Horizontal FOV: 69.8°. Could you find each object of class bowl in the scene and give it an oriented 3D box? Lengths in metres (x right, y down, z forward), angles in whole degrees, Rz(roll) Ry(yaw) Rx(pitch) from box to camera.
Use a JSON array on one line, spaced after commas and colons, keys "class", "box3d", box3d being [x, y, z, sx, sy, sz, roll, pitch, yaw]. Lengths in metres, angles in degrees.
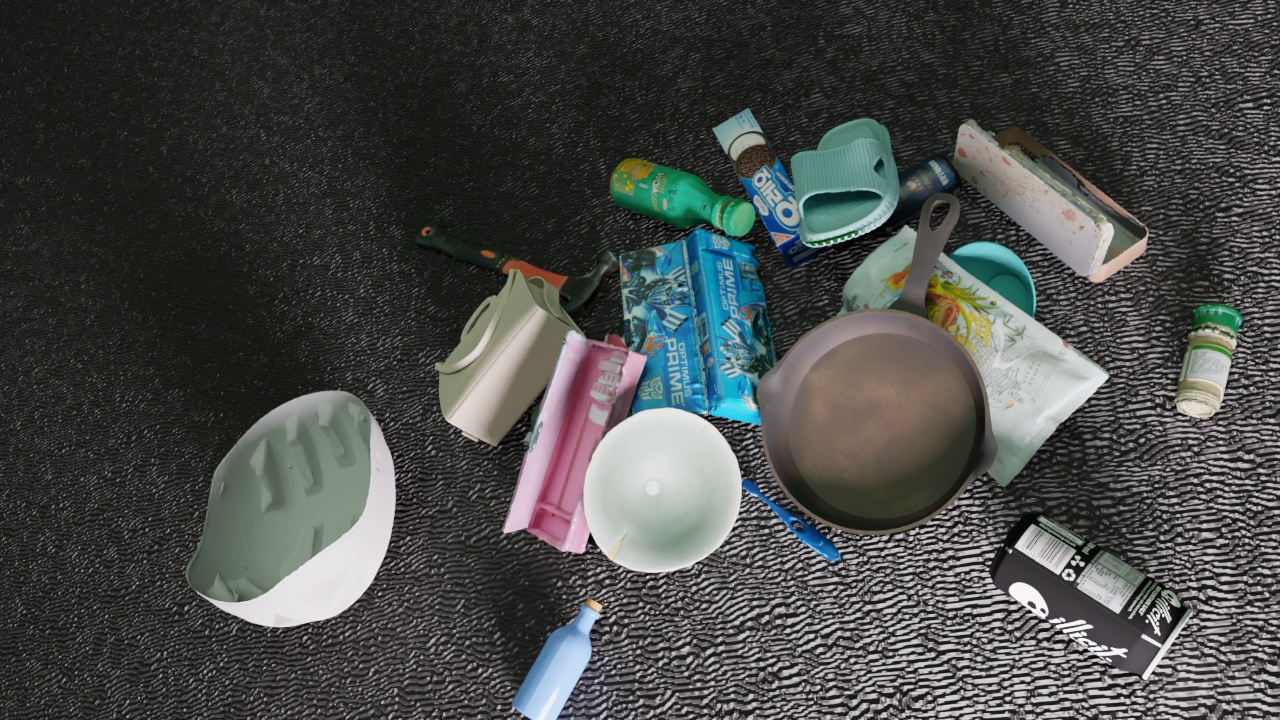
[{"class": "bowl", "box3d": [0.372, -0.065, 0.966, 0.046, 0.121, 0.121, -8, 45, -35]}, {"class": "bowl", "box3d": [0.017, 0.137, 0.991, 0.174, 0.068, 0.174, 0, 88, -12]}]

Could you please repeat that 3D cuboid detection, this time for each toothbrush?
[{"class": "toothbrush", "box3d": [0.156, 0.166, 0.957, 0.021, 0.016, 0.132, -47, 58, -8]}]

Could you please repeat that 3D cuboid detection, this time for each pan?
[{"class": "pan", "box3d": [0.259, 0.002, 0.936, 0.249, 0.043, 0.356, 18, 87, 31]}]

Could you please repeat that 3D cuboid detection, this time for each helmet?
[{"class": "helmet", "box3d": [-0.398, 0.168, 1.076, 0.224, 0.184, 0.282, -13, 64, 8]}]

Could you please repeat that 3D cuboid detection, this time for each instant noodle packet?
[{"class": "instant noodle packet", "box3d": [0.323, -0.015, 0.948, 0.269, 0.057, 0.147, 51, 119, 37]}]

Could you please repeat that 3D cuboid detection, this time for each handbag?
[{"class": "handbag", "box3d": [-0.174, -0.023, 1.131, 0.195, 0.101, 0.197, -50, 34, 10]}]

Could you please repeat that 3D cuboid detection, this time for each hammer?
[{"class": "hammer", "box3d": [-0.191, -0.134, 1.261, 0.333, 0.033, 0.133, 24, 74, 32]}]

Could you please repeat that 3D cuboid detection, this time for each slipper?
[{"class": "slipper", "box3d": [0.237, -0.226, 1.062, 0.116, 0.069, 0.275, -9, 36, 22]}]

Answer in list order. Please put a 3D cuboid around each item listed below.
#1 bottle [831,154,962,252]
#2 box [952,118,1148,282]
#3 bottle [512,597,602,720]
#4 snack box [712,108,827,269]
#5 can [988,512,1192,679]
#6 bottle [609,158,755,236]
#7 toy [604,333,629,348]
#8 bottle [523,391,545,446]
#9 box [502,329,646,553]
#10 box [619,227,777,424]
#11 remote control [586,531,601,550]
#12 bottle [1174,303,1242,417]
[{"class": "bottle", "box3d": [0.294, -0.181, 1.074, 0.161, 0.056, 0.056, -29, 55, 5]}, {"class": "box", "box3d": [0.449, -0.184, 1.004, 0.107, 0.095, 0.216, -19, 52, -20]}, {"class": "bottle", "box3d": [-0.079, 0.308, 0.950, 0.048, 0.048, 0.131, 21, 72, 30]}, {"class": "snack box", "box3d": [0.160, -0.219, 1.148, 0.059, 0.059, 0.226, -28, 56, 9]}, {"class": "can", "box3d": [0.388, 0.202, 0.801, 0.146, 0.080, 0.080, 34, 78, 33]}, {"class": "bottle", "box3d": [0.053, -0.203, 1.160, 0.210, 0.068, 0.068, 27, 74, 41]}, {"class": "toy", "box3d": [-0.006, 0.006, 1.093, 0.050, 0.066, 0.102, -18, 46, -28]}, {"class": "bottle", "box3d": [-0.093, 0.060, 1.090, 0.060, 0.060, 0.108, 20, 71, 30]}, {"class": "box", "box3d": [-0.087, 0.084, 1.003, 0.099, 0.098, 0.232, 16, 87, 53]}, {"class": "box", "box3d": [0.069, -0.043, 1.046, 0.174, 0.064, 0.243, 0, 58, -9]}, {"class": "remote control", "box3d": [-0.026, 0.145, 1.039, 0.045, 0.021, 0.140, 19, 75, 31]}, {"class": "bottle", "box3d": [0.542, 0.000, 0.878, 0.043, 0.043, 0.109, 14, 69, 28]}]
